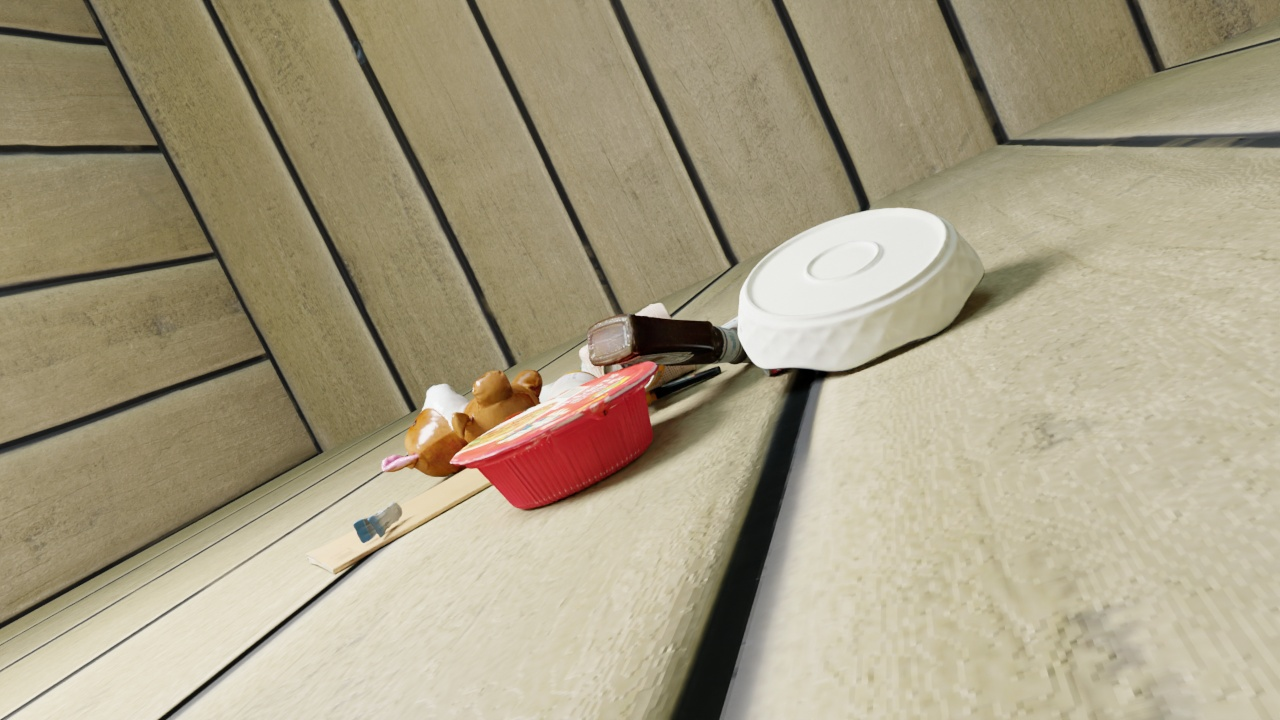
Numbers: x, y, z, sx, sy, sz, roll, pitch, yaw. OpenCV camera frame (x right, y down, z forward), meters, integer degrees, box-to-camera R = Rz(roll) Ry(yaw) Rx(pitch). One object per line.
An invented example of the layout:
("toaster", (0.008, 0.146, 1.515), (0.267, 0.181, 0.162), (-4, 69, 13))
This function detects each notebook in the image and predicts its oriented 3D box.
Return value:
("notebook", (-0.247, 0.165, 0.986), (0.211, 0.012, 0.150), (-28, 7, -28))

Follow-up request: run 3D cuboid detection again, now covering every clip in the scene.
("clip", (-0.259, 0.161, 0.924), (0.045, 0.027, 0.058), (-29, 2, 25))

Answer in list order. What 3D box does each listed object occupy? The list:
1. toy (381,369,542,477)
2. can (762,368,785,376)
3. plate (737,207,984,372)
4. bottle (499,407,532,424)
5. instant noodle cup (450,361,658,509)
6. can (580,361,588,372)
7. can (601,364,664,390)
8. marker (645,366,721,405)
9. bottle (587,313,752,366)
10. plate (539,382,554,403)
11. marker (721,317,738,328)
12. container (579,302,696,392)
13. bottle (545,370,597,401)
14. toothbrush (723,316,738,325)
("toy", (-0.219, 0.078, 1.140), (0.200, 0.130, 0.140), (-33, -14, 21))
("can", (0.164, -0.037, 0.829), (0.133, 0.053, 0.053), (-26, 6, 0))
("plate", (0.173, -0.066, 0.762), (0.205, 0.045, 0.204), (-20, 28, 11))
("bottle", (-0.121, 0.081, 0.980), (0.060, 0.060, 0.206), (-25, 5, 2))
("instant noodle cup", (-0.061, 0.069, 0.784), (0.194, 0.066, 0.193), (-25, 7, 3))
("can", (-0.029, 0.004, 1.273), (0.058, 0.058, 0.147), (-28, 6, -28))
("can", (-0.006, 0.006, 0.991), (0.058, 0.058, 0.146), (-25, -1, 5))
("marker", (0.029, 0.033, 0.986), (0.124, 0.015, 0.018), (-22, 5, 6))
("bottle", (0.042, -0.016, 0.891), (0.194, 0.044, 0.080), (1, -12, -42))
("plate", (-0.200, 0.084, 1.302), (0.266, 0.034, 0.161), (-24, -1, 21))
("marker", (0.121, -0.042, 1.251), (0.130, 0.018, 0.023), (-29, -2, -34))
("container", (-0.007, -0.003, 1.111), (0.111, 0.090, 0.090), (-30, 6, -7))
("bottle", (-0.067, 0.047, 0.990), (0.068, 0.068, 0.189), (-25, 6, -1))
("toothbrush", (0.107, -0.038, 1.288), (0.179, 0.016, 0.016), (-28, 0, -18))
